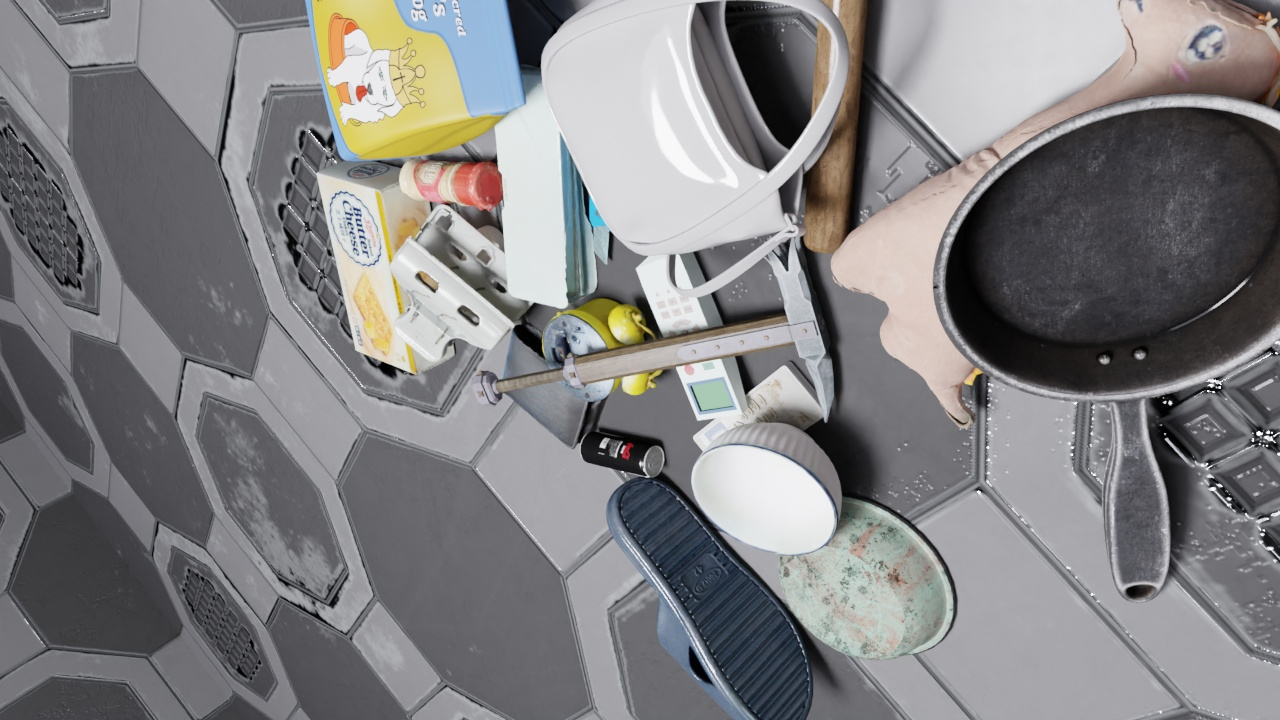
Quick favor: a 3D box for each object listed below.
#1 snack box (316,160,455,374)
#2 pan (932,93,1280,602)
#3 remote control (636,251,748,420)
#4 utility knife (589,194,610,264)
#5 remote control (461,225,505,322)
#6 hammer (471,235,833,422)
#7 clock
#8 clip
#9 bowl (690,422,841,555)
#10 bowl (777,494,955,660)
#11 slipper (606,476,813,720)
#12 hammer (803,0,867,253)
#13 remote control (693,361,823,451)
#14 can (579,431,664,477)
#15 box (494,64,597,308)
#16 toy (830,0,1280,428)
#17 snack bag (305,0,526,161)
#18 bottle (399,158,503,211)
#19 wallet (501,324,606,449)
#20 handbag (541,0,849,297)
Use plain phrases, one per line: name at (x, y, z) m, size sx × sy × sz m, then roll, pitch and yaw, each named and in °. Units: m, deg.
snack box at (-0.261, -0.096, 0.951) m, size 0.104 × 0.057 × 0.208 m, roll 20°, pitch 127°, yaw 33°
pan at (0.275, 0.012, 0.517) m, size 0.188 × 0.055 × 0.357 m, roll -9°, pitch 129°, yaw 20°
remote control at (0.045, -0.023, 0.745) m, size 0.050 × 0.024 × 0.143 m, roll -12°, pitch 105°, yaw 45°
utility knife at (-0.029, -0.158, 0.735) m, size 0.031 × 0.015 × 0.179 m, roll 29°, pitch 133°, yaw 32°
remote control at (-0.162, -0.080, 0.904) m, size 0.043 × 0.013 × 0.137 m, roll 46°, pitch 137°, yaw 10°
hammer at (-0.005, 0.003, 0.738) m, size 0.318 × 0.028 × 0.147 m, roll -11°, pitch 109°, yaw 27°
clock at (-0.030, -0.009, 0.797) m, size 0.119 × 0.057 × 0.083 m, roll 8°, pitch 119°, yaw 39°
clip at (-0.183, -0.054, 0.861) m, size 0.126 × 0.096 × 0.153 m, roll 41°, pitch 117°, yaw -8°
bowl at (0.105, 0.090, 0.720) m, size 0.118 × 0.062 × 0.118 m, roll 18°, pitch 135°, yaw 18°
bowl at (0.173, 0.186, 0.750) m, size 0.157 × 0.038 × 0.158 m, roll 22°, pitch 128°, yaw 31°
slipper at (0.056, 0.227, 0.848) m, size 0.263 × 0.101 × 0.083 m, roll 53°, pitch 145°, yaw 12°
hammer at (0.121, -0.209, 0.543) m, size 0.129 × 0.040 × 0.322 m, roll 7°, pitch 126°, yaw 15°
remote control at (0.096, 0.053, 0.756) m, size 0.050 × 0.011 × 0.136 m, roll 51°, pitch 137°, yaw 5°
can at (-0.018, 0.088, 0.865) m, size 0.081 × 0.031 × 0.031 m, roll 8°, pitch 120°, yaw 39°
box at (-0.080, -0.142, 0.768) m, size 0.083 × 0.066 × 0.199 m, roll 30°, pitch 131°, yaw 46°
toy at (0.237, -0.077, 0.523) m, size 0.265 × 0.065 × 0.196 m, roll -30°, pitch 105°, yaw 40°
snack bag at (-0.165, -0.250, 0.710) m, size 0.206 × 0.102 × 0.159 m, roll -3°, pitch 100°, yaw 47°
bottle at (-0.174, -0.163, 0.841) m, size 0.109 × 0.044 × 0.044 m, roll 13°, pitch 123°, yaw 37°
wallet at (-0.089, 0.028, 0.897) m, size 0.115 × 0.026 × 0.089 m, roll 37°, pitch 136°, yaw 20°
handbag at (0.050, -0.157, 0.591) m, size 0.223 × 0.095 × 0.216 m, roll -10°, pitch 110°, yaw 50°
